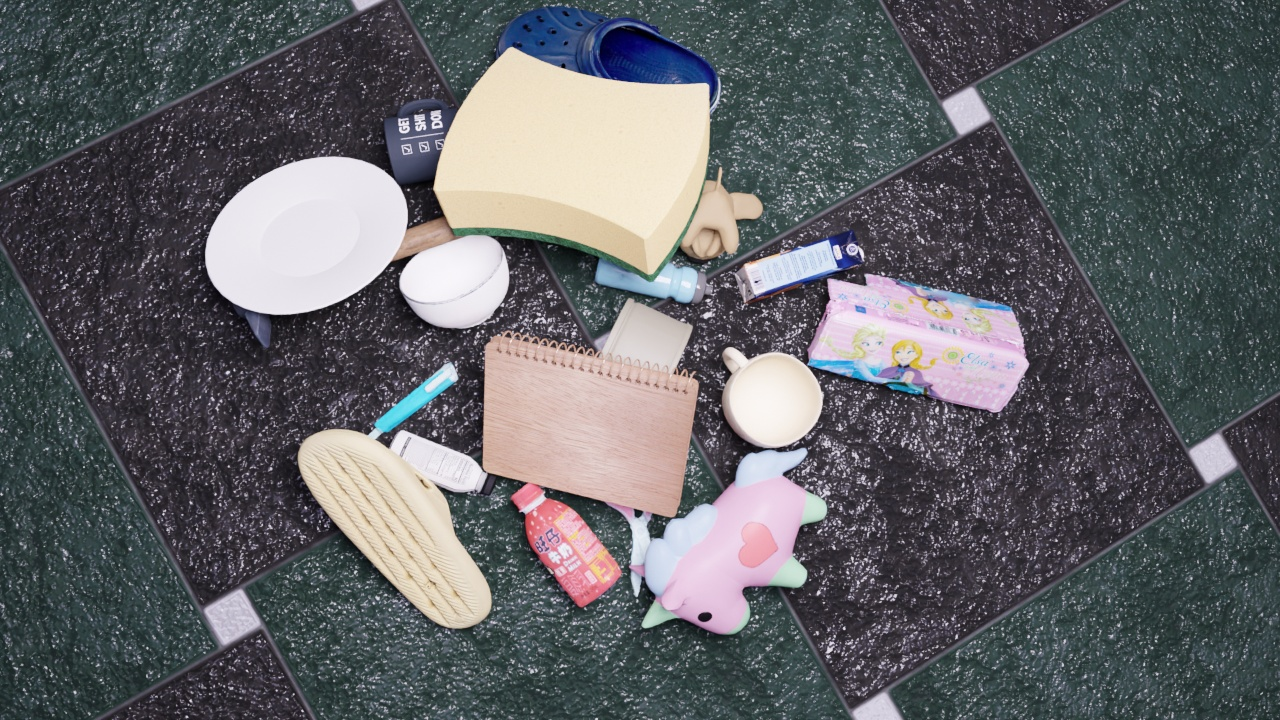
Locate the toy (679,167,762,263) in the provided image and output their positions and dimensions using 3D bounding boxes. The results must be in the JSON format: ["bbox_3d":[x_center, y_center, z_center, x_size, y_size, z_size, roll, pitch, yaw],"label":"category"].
[{"bbox_3d":[0.073,-0.156,0.996,0.134,0.108,0.106,7,101,-4],"label":"toy"}]

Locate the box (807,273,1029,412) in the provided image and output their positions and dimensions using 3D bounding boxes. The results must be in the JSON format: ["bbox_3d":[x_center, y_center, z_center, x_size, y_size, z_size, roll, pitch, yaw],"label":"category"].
[{"bbox_3d":[0.309,-0.026,1.040,0.230,0.105,0.087,13,128,-4],"label":"box"}]

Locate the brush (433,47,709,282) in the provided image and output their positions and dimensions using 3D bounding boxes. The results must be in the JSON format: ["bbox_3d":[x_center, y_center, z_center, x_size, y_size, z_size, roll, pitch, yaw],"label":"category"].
[{"bbox_3d":[-0.063,-0.201,0.926,0.250,0.075,0.194,15,65,13],"label":"brush"}]

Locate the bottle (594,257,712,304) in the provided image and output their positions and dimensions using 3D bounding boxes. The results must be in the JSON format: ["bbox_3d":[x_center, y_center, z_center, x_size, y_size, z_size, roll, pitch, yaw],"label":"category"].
[{"bbox_3d":[0.016,-0.091,1.014,0.130,0.040,0.040,12,84,-4],"label":"bottle"}]

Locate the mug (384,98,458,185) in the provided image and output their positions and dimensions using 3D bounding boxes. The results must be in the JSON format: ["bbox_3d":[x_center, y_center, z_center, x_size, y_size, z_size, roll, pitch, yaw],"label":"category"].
[{"bbox_3d":[-0.232,-0.244,0.996,0.077,0.071,0.105,-10,60,-6],"label":"mug"}]

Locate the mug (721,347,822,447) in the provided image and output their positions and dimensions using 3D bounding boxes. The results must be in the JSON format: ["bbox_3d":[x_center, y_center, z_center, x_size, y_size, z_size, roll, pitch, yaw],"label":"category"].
[{"bbox_3d":[0.128,0.035,0.984,0.096,0.100,0.120,-40,88,-5],"label":"mug"}]

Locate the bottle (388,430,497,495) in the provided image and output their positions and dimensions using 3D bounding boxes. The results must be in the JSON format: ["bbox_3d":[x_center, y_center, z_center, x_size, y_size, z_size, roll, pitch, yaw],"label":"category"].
[{"bbox_3d":[-0.210,0.113,0.977,0.116,0.041,0.041,22,84,-3],"label":"bottle"}]

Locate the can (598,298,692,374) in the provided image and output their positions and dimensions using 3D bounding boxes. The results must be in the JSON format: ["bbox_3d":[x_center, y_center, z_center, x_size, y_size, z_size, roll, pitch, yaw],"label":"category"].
[{"bbox_3d":[-0.006,0.006,0.961,0.073,0.128,0.127,26,83,-1],"label":"can"}]

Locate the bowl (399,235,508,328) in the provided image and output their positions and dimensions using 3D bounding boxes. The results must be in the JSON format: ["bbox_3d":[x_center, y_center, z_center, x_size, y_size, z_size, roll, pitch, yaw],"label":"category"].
[{"bbox_3d":[-0.190,-0.077,0.972,0.113,0.063,0.113,-10,44,9],"label":"bowl"}]

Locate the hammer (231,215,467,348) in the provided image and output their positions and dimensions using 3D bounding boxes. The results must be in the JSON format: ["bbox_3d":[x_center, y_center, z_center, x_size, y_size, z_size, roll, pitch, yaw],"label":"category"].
[{"bbox_3d":[-0.267,-0.114,0.960,0.321,0.040,0.129,-21,54,-7],"label":"hammer"}]

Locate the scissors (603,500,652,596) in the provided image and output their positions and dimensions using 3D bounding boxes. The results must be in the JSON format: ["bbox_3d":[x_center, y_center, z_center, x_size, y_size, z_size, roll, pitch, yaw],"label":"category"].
[{"bbox_3d":[0.013,0.172,1.006,0.105,0.016,0.179,-16,86,-6],"label":"scissors"}]

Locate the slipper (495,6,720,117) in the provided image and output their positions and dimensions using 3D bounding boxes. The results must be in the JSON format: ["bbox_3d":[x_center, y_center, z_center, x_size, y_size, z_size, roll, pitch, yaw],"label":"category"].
[{"bbox_3d":[-0.032,-0.331,0.999,0.253,0.095,0.105,16,83,-1],"label":"slipper"}]

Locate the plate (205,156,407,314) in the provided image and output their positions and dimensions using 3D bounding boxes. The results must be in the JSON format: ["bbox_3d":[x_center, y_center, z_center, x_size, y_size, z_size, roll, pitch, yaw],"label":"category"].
[{"bbox_3d":[-0.342,-0.129,0.947,0.208,0.015,0.208,-3,58,4],"label":"plate"}]

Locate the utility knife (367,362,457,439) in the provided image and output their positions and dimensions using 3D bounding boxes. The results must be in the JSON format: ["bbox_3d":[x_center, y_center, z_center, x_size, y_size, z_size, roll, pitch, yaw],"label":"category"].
[{"bbox_3d":[-0.250,0.047,0.993,0.124,0.015,0.022,-37,76,-4],"label":"utility knife"}]

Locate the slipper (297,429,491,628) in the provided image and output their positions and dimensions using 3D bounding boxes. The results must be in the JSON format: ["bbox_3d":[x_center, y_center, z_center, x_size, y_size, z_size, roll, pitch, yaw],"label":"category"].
[{"bbox_3d":[-0.236,0.162,0.946,0.112,0.079,0.261,-24,109,29],"label":"slipper"}]

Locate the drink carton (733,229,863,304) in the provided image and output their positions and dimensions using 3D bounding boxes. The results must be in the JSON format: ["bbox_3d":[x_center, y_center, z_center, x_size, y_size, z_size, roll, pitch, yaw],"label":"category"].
[{"bbox_3d":[0.175,-0.103,1.017,0.130,0.064,0.040,-19,90,-6],"label":"drink carton"}]

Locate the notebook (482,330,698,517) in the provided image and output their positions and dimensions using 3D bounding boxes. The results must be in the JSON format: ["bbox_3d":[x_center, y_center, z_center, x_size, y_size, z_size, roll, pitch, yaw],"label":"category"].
[{"bbox_3d":[-0.055,0.063,0.919,0.210,0.022,0.169,12,121,9],"label":"notebook"}]

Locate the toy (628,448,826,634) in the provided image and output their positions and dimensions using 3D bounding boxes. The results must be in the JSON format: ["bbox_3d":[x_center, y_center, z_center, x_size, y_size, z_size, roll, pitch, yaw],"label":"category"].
[{"bbox_3d":[0.094,0.185,0.959,0.171,0.120,0.222,16,93,-20],"label":"toy"}]

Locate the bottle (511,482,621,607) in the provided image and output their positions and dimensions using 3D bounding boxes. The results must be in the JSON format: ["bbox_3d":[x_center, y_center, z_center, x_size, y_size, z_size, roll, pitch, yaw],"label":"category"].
[{"bbox_3d":[-0.084,0.189,0.972,0.062,0.062,0.137,-39,88,-7],"label":"bottle"}]
